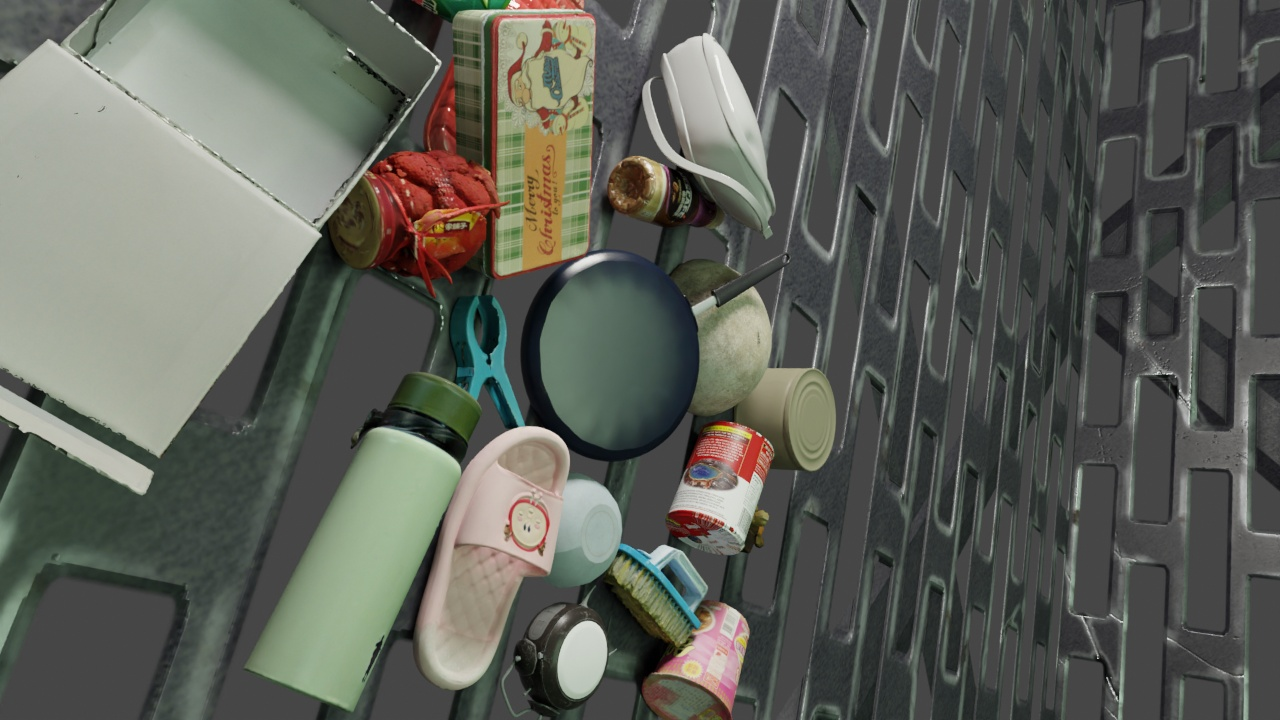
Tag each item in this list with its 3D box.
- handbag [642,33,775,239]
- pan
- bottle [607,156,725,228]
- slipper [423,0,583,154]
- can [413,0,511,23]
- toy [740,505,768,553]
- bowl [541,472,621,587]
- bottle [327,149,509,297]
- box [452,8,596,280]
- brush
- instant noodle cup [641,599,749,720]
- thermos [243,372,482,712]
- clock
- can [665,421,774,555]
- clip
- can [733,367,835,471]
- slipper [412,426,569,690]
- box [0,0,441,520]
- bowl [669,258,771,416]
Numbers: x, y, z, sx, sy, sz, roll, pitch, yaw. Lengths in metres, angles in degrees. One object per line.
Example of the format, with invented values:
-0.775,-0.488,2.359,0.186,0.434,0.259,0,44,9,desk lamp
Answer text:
0.095,-0.215,0.987,0.222,0.096,0.215,40,34,-57,handbag
0.036,-0.038,0.901,0.355,0.021,0.199,-30,107,-33,pan
0.035,-0.165,0.948,0.165,0.060,0.059,5,85,-55,bottle
-0.101,-0.252,0.773,0.103,0.059,0.248,47,55,-41,slipper
-0.163,-0.311,0.672,0.144,0.083,0.083,17,76,-51,can
0.123,0.190,1.057,0.100,0.063,0.076,44,36,-49,toy
-0.052,0.157,0.844,0.106,0.039,0.106,2,88,-53,bowl
-0.157,-0.103,0.667,0.111,0.099,0.099,-15,101,-47,bottle
-0.090,-0.174,0.737,0.117,0.051,0.206,-19,124,-43,box
0.016,0.219,0.913,0.075,0.055,0.136,-54,132,-26,brush
0.066,0.316,0.959,0.108,0.098,0.098,-56,131,-46,instant noodle cup
-0.187,0.117,0.642,0.082,0.082,0.230,46,55,-42,thermos
-0.068,0.267,0.817,0.122,0.044,0.091,-37,118,-47,clock
0.086,0.137,0.985,0.086,0.087,0.116,51,51,-39,can
-0.138,0.006,0.749,0.102,0.027,0.119,-5,93,-55,clip
0.178,0.071,1.118,0.127,0.073,0.127,2,88,-53,can
-0.117,0.155,0.745,0.107,0.056,0.221,41,62,-43,slipper
-0.255,-0.102,0.495,0.166,0.099,0.367,37,52,-22,box
0.095,-0.026,1.009,0.178,0.081,0.178,6,83,-52,bowl
